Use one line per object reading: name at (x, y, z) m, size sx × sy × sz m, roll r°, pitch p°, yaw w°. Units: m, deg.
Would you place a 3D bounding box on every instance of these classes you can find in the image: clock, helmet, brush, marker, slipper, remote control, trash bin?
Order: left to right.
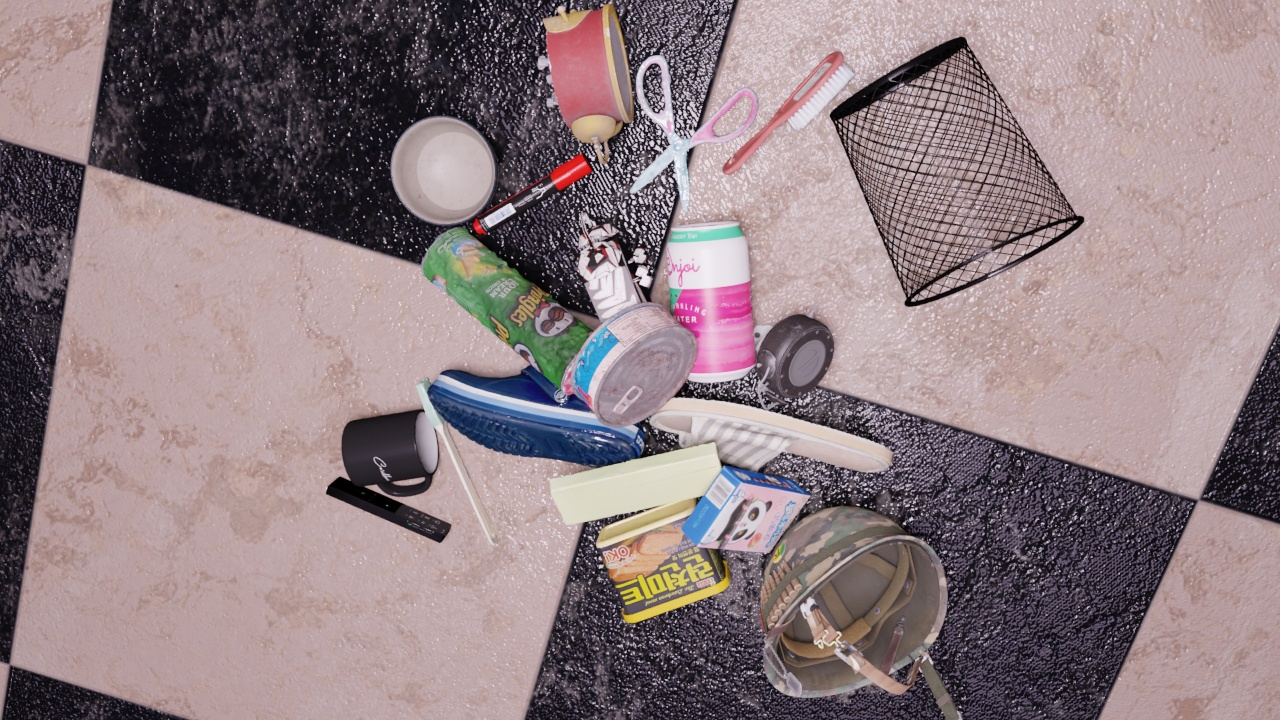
remote control at (-0.301, 0.178, 1.100) m, size 0.150 × 0.034 × 0.013 m, roll 24°, pitch 102°, yaw -1°
brush at (-0.215, 0.123, 1.085) m, size 0.012 × 0.033 × 0.218 m, roll -20°, pitch 101°, yaw 9°
marker at (-0.122, -0.183, 1.018) m, size 0.145 × 0.023 × 0.021 m, roll -29°, pitch 57°, yaw 9°
slipper at (-0.112, 0.056, 1.036) m, size 0.253 × 0.105 × 0.095 m, roll 13°, pitch 64°, yaw 13°
clock at (-0.056, -0.282, 0.948) m, size 0.081 × 0.117 × 0.159 m, roll -8°, pitch 107°, yaw 9°
clock at (-0.023, -0.092, 0.979) m, size 0.065 × 0.114 × 0.155 m, roll -23°, pitch 116°, yaw 8°
slipper at (0.144, 0.093, 1.017) m, size 0.272 × 0.115 × 0.054 m, roll 11°, pitch 68°, yaw -2°
brush at (0.157, -0.255, 0.978) m, size 0.030 × 0.041 × 0.172 m, roll 40°, pitch 103°, yaw -22°
clock at (0.162, -0.003, 0.997) m, size 0.122 × 0.044 × 0.091 m, roll -39°, pitch 134°, yaw -15°
helmet at (0.225, 0.276, 0.981) m, size 0.192 × 0.236 × 0.224 m, roll 30°, pitch 92°, yaw -27°
trash bin at (0.302, -0.190, 0.915) m, size 0.184 × 0.184 × 0.210 m, roll -28°, pitch 93°, yaw 9°

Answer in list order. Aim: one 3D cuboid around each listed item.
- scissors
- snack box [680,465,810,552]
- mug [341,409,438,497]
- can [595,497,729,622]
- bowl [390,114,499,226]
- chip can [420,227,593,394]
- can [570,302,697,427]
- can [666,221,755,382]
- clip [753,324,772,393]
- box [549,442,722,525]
scissors at (0.039, -0.255, 0.998) m, size 0.171 × 0.014 × 0.168 m, roll -41°, pitch 98°, yaw 14°
snack box at (0.119, 0.168, 1.019) m, size 0.033 × 0.154 × 0.088 m, roll 43°, pitch 106°, yaw 38°
mug at (-0.285, 0.115, 1.071) m, size 0.088 × 0.078 × 0.114 m, roll -9°, pitch 127°, yaw 6°
can at (0.025, 0.229, 1.070) m, size 0.131 × 0.072 × 0.101 m, roll -22°, pitch 97°, yaw 8°
bowl at (-0.207, -0.206, 1.000) m, size 0.115 × 0.059 × 0.115 m, roll 1°, pitch 102°, yaw 4°
chip can at (-0.137, -0.058, 0.982) m, size 0.223 × 0.075 × 0.075 m, roll 38°, pitch 102°, yaw 18°
can at (-0.006, 0.006, 0.939) m, size 0.130 × 0.129 × 0.044 m, roll -51°, pitch 57°, yaw 12°
can at (0.076, -0.064, 0.995) m, size 0.088 × 0.088 × 0.166 m, roll -4°, pitch 101°, yaw 5°
clip at (0.150, -0.014, 1.031) m, size 0.054 × 0.041 × 0.102 m, roll 31°, pitch 101°, yaw -16°
box at (0.003, 0.147, 1.024) m, size 0.188 × 0.141 × 0.048 m, roll -13°, pitch 67°, yaw 3°
